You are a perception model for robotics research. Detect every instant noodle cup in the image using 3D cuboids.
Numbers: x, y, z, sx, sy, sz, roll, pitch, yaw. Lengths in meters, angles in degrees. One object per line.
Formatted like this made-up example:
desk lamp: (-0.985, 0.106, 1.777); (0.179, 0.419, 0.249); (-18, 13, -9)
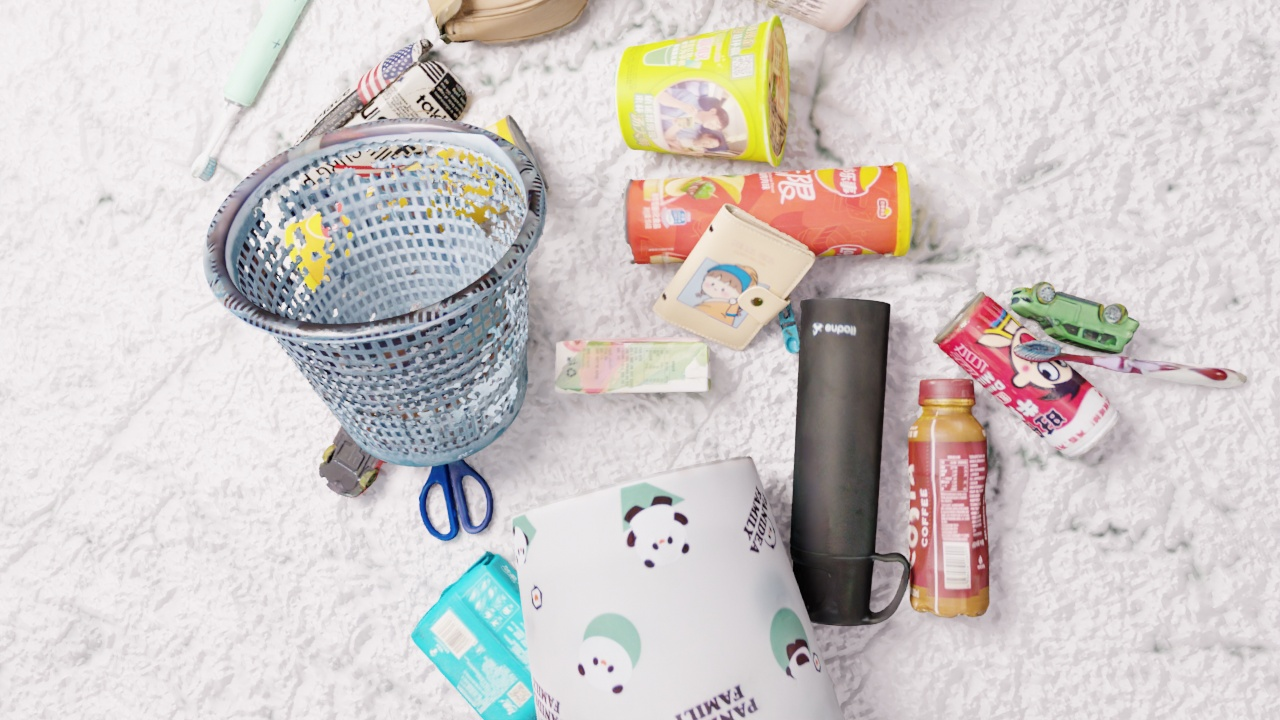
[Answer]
instant noodle cup: (0.047, -0.208, 0.718); (0.123, 0.111, 0.111); (3, 88, 17)

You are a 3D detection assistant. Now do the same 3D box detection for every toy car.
toy car: (0.324, -0.033, 0.690); (0.091, 0.043, 0.036); (22, 91, 10)
toy car: (-0.235, 0.067, 0.787); (0.049, 0.031, 0.106); (30, 92, 10)

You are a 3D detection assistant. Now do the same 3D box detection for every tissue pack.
tissue pack: (-0.112, 0.233, 0.750); (0.093, 0.050, 0.133); (-45, 82, 3)

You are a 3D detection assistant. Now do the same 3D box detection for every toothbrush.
toothbrush: (0.360, 0.002, 0.668); (0.187, 0.017, 0.016); (7, 71, -9)
toothbrush: (-0.347, -0.262, 0.823); (0.026, 0.027, 0.224); (31, 93, 23)

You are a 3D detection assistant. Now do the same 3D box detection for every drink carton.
drink carton: (-0.004, 0.004, 0.740); (0.122, 0.053, 0.045); (-1, 87, 9)

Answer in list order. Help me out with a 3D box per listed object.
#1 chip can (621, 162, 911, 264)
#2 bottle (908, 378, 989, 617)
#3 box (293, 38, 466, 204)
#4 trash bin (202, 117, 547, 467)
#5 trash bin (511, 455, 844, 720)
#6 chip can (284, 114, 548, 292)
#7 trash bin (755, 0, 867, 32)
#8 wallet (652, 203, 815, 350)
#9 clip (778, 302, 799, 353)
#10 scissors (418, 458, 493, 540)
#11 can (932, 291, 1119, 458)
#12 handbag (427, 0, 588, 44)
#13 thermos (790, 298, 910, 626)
chip can: (0.097, -0.114, 0.719); (0.217, 0.073, 0.073); (-1, 87, 11)
bottle: (0.232, 0.101, 0.693); (0.057, 0.057, 0.175); (0, 88, 10)
box: (-0.234, -0.212, 0.792); (0.163, 0.076, 0.088); (-37, 58, 9)
trash bin: (-0.171, -0.034, 0.678); (0.226, 0.195, 0.226); (-2, 49, 2)
trash bin: (0.024, 0.211, 0.651); (0.230, 0.229, 0.251); (-15, 79, 9)
chip can: (-0.186, -0.126, 0.768); (0.213, 0.072, 0.072); (-25, 84, 7)
trash bin: (0.107, -0.355, 0.669); (0.192, 0.227, 0.227); (31, 93, -3)
wallet: (0.073, -0.059, 0.709); (0.087, 0.024, 0.115); (27, 130, -10)
clip: (0.118, -0.032, 0.737); (0.014, 0.039, 0.056); (-11, 94, 10)
scissors: (-0.180, 0.071, 0.789); (0.108, 0.012, 0.174); (-38, 81, 6)
can: (0.289, 0.011, 0.689); (0.133, 0.053, 0.053); (43, 95, 9)
handbag: (-0.129, -0.366, 0.753); (0.148, 0.099, 0.204); (-24, 81, 11)
thermos: (0.162, 0.076, 0.702); (0.090, 0.068, 0.242); (2, 89, 16)
